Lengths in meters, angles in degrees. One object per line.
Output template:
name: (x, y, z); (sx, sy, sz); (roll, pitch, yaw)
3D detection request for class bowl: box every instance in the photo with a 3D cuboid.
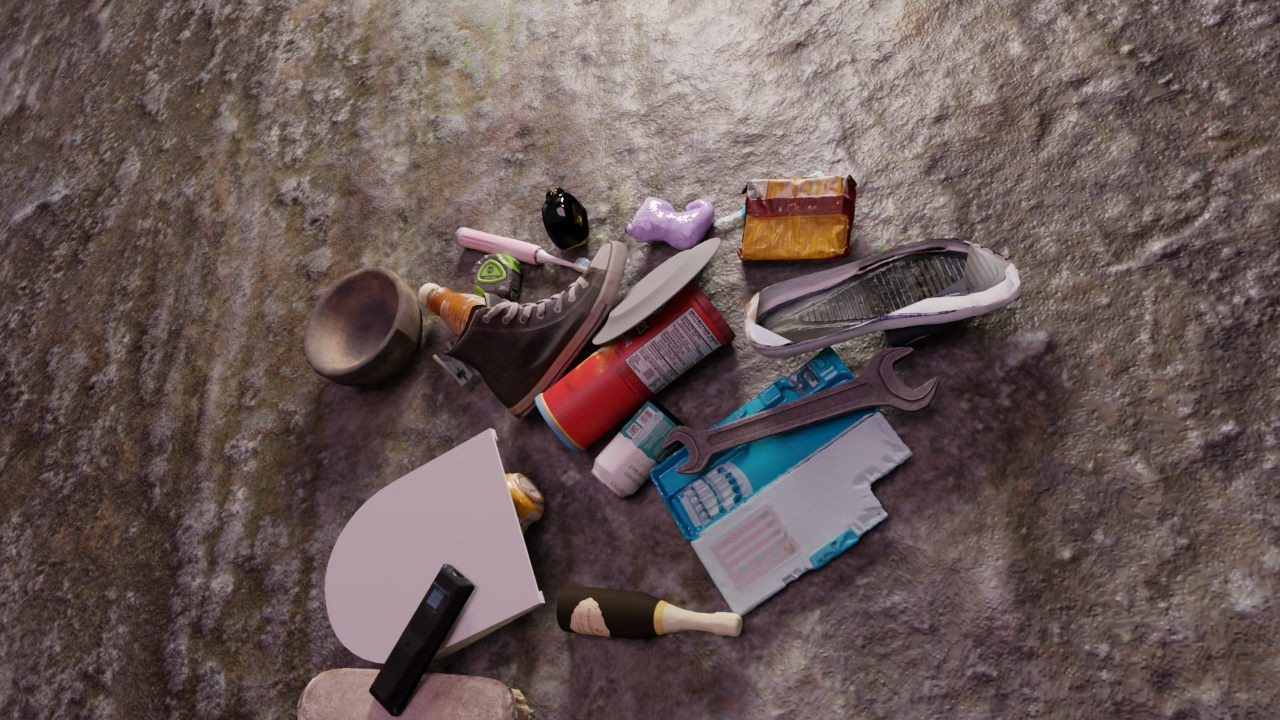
bowl: (-0.355, -0.037, 1.204); (0.162, 0.070, 0.162); (-12, 60, 21)

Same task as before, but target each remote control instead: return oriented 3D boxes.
remote control: (-0.222, 0.278, 0.918); (0.047, 0.022, 0.150); (27, 85, 35)

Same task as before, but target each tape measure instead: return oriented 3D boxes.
tape measure: (-0.183, -0.105, 1.176); (0.066, 0.036, 0.058); (2, 74, 24)
tape measure: (-0.093, -0.175, 1.146); (0.042, 0.071, 0.072); (-15, 64, 15)

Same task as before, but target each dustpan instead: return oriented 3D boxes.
dustpan: (-0.224, 0.219, 0.987); (0.258, 0.053, 0.191); (-29, 64, 18)

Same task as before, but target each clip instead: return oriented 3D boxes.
clip: (-0.230, 0.008, 1.147); (0.037, 0.023, 0.075); (-44, 55, -2)

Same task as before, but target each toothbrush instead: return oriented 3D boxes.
toothbrush: (-0.153, -0.141, 1.185); (0.223, 0.027, 0.026); (17, 75, 32)

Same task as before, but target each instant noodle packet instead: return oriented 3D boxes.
instant noodle packet: (0.171, -0.155, 1.013); (0.136, 0.039, 0.098); (1, 76, 27)

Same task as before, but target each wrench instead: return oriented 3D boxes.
wrench: (0.149, 0.053, 0.891); (0.274, 0.010, 0.070); (-20, 60, 15)

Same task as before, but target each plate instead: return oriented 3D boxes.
plate: (0.013, -0.080, 1.004); (0.178, 0.012, 0.178); (-38, 12, 10)

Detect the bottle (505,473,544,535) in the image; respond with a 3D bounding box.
bottle: (-0.157, 0.174, 0.995); (0.109, 0.063, 0.063); (-44, 53, 6)

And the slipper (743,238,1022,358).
slipper: (0.236, -0.052, 0.912); (0.264, 0.063, 0.111); (-13, 46, 9)

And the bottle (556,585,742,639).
bottle: (0.009, 0.246, 0.882); (0.185, 0.045, 0.045); (-2, 63, 26)

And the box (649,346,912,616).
box: (0.141, 0.115, 0.890); (0.227, 0.039, 0.181); (-36, 55, 6)

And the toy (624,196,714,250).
toy: (0.038, -0.167, 1.096); (0.100, 0.036, 0.080); (20, 64, 30)

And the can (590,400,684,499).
can: (-0.002, 0.093, 0.964); (0.101, 0.055, 0.055); (-48, 54, -3)

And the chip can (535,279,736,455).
chip can: (-0.006, 0.006, 0.994); (0.213, 0.087, 0.087); (-38, 54, 5)

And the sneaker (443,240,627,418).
sneaker: (-0.113, -0.062, 1.052); (0.235, 0.120, 0.095); (-51, 15, 0)

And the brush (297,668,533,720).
brush: (-0.236, 0.363, 0.937); (0.272, 0.056, 0.083); (-6, 58, 24)

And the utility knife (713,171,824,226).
utility knife: (0.149, -0.182, 1.060); (0.141, 0.015, 0.022); (-23, 53, 18)

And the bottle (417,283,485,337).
bottle: (-0.220, -0.057, 1.153); (0.167, 0.059, 0.059); (27, 78, 36)
